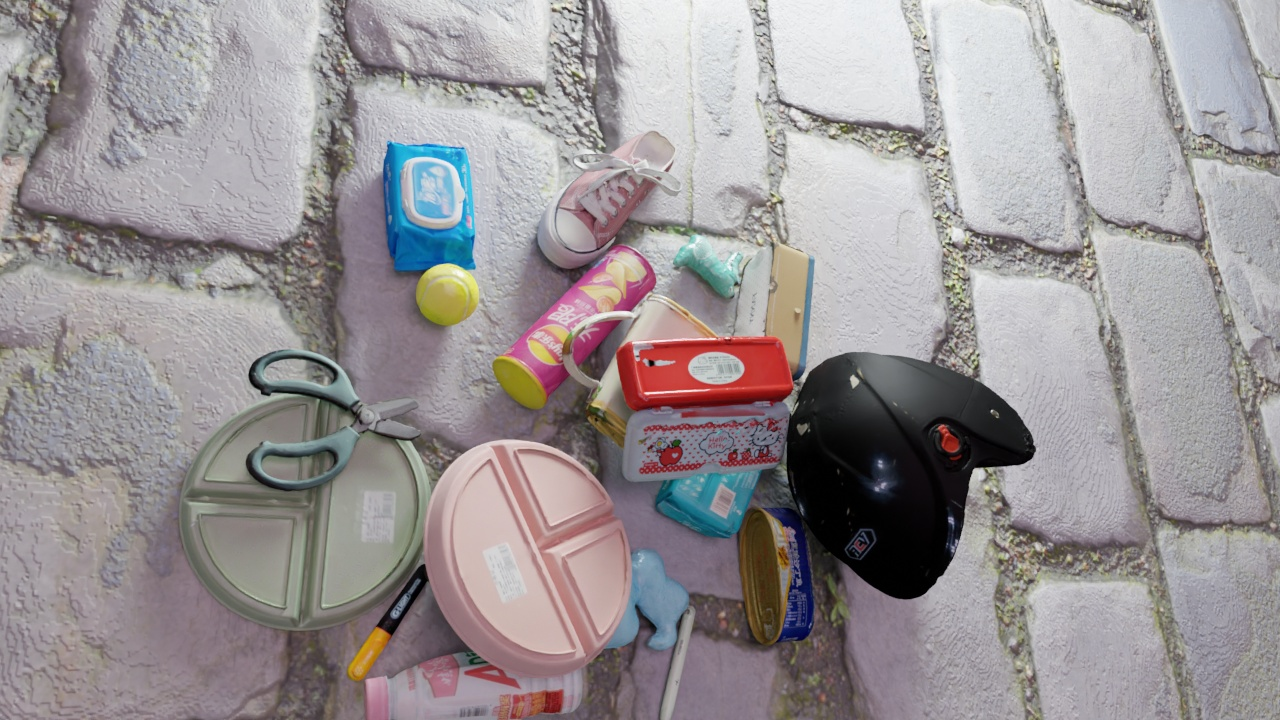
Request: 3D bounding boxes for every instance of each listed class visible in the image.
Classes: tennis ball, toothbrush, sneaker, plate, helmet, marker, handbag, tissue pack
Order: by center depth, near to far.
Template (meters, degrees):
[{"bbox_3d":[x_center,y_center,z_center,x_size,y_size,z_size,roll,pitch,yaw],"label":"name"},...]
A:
[{"bbox_3d":[-0.096,0.178,0.864,0.229,0.028,0.229,23,52,-33],"label":"plate"},{"bbox_3d":[-0.236,0.247,0.871,0.018,0.015,0.123,39,59,-12],"label":"marker"},{"bbox_3d":[-0.311,0.137,0.871,0.230,0.028,0.230,8,69,-22],"label":"plate"},{"bbox_3d":[0.030,0.347,0.952,0.020,0.029,0.189,53,46,-49],"label":"toothbrush"},{"bbox_3d":[-0.204,-0.070,0.971,0.065,0.066,0.065,8,68,-21],"label":"tennis ball"},{"bbox_3d":[-0.230,-0.170,1.004,0.094,0.052,0.157,0,72,-24],"label":"tissue pack"},{"bbox_3d":[-0.006,0.006,1.007,0.178,0.063,0.163,40,66,-26],"label":"handbag"},{"bbox_3d":[0.274,0.119,1.020,0.230,0.234,0.273,23,47,-2],"label":"helmet"},{"bbox_3d":[0.082,0.128,1.036,0.093,0.050,0.133,32,61,-9],"label":"tissue pack"},{"bbox_3d":[-0.029,-0.205,1.086,0.118,0.088,0.240,44,59,-4],"label":"sneaker"}]

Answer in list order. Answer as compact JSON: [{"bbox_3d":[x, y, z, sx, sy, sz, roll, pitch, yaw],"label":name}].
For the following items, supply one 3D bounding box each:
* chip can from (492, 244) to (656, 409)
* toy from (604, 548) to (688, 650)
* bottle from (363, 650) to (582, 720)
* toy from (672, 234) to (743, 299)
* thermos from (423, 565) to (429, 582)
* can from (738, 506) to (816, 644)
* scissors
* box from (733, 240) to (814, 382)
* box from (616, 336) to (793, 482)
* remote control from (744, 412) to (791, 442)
[{"bbox_3d":[-0.069,-0.041,1.018,0.071,0.072,0.210,44,60,-4],"label":"chip can"},{"bbox_3d":[-0.029,0.245,0.945,0.155,0.050,0.161,-36,91,-40],"label":"toy"},{"bbox_3d":[-0.156,0.306,0.859,0.196,0.068,0.068,0,72,-20],"label":"bottle"},{"bbox_3d":[0.091,-0.120,1.145,0.092,0.030,0.096,45,53,-9],"label":"toy"},{"bbox_3d":[-0.146,0.177,0.898,0.093,0.093,0.142,31,54,-11],"label":"thermos"},{"bbox_3d":[0.151,0.236,1.015,0.049,0.075,0.148,4,71,-27],"label":"can"},{"bbox_3d":[-0.301,0.041,0.884,0.176,0.019,0.172,-21,80,-28],"label":"scissors"},{"bbox_3d":[0.159,-0.048,1.115,0.063,0.090,0.184,16,68,-20],"label":"box"},{"bbox_3d":[0.072,0.050,0.984,0.200,0.064,0.160,-2,89,-25],"label":"box"},{"bbox_3d":[0.121,0.060,1.094,0.136,0.024,0.053,24,63,-16],"label":"remote control"}]
